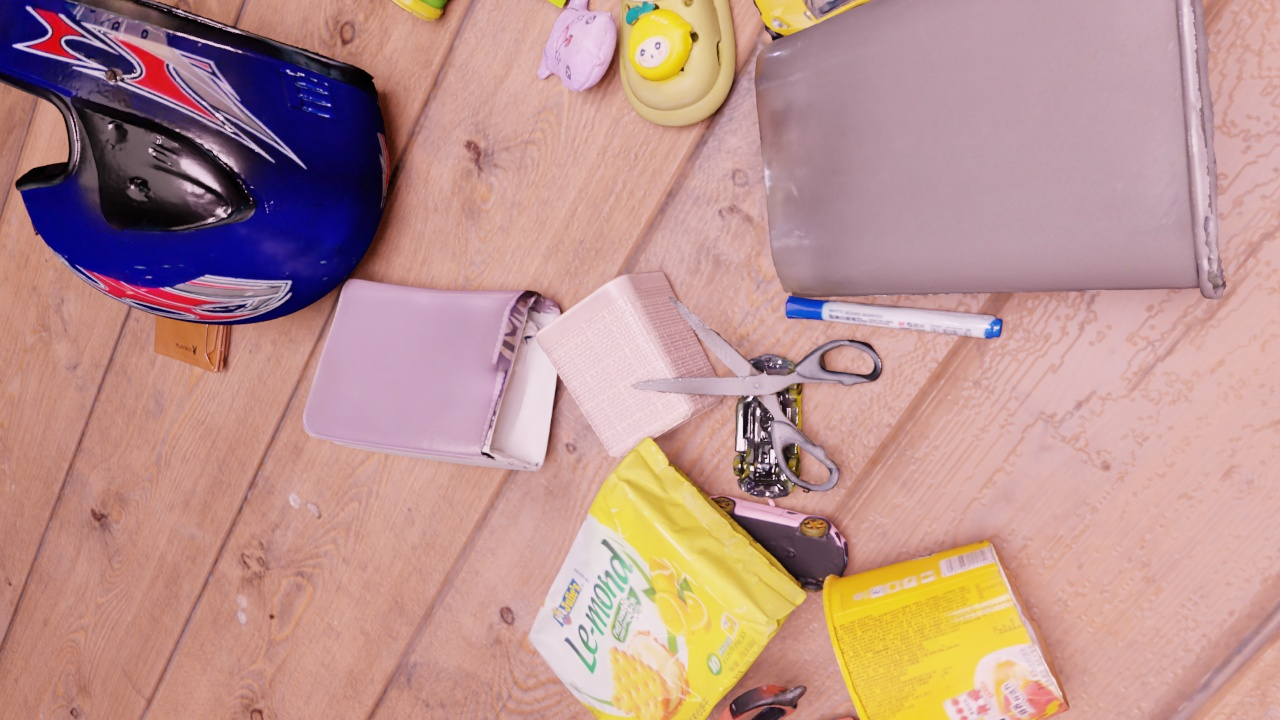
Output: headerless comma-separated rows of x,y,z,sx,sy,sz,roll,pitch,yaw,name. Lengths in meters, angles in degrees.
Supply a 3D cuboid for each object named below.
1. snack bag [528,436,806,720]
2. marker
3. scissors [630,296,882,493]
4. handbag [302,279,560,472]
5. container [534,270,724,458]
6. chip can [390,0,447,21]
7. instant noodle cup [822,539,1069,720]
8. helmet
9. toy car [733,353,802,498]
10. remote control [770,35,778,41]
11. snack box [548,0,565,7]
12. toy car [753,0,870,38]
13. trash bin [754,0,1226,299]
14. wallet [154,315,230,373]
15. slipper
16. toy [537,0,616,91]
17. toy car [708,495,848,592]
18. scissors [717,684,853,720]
0.013,0.191,0.687,0.158,0.068,0.247,42,130,21,snack bag
0.172,-0.030,0.634,0.146,0.016,0.017,8,98,26,marker
0.085,0.021,0.635,0.181,0.014,0.159,-15,93,-5,scissors
-0.168,0.010,0.765,0.197,0.098,0.145,4,81,27,handbag
-0.004,0.004,0.688,0.090,0.090,0.111,-32,83,25,container
-0.132,-0.380,0.723,0.072,0.072,0.222,48,113,15,chip can
0.195,0.184,0.584,0.110,0.138,0.138,-26,83,17,instant noodle cup
-0.371,-0.156,0.746,0.315,0.247,0.240,16,98,-9,helmet
0.096,0.048,0.672,0.048,0.032,0.105,-1,86,27,toy car
0.124,-0.278,0.630,0.053,0.024,0.136,15,102,19,remote control
-0.107,-0.345,0.688,0.156,0.026,0.086,27,115,-17,snack box
0.150,-0.246,0.593,0.156,0.041,0.071,-5,93,7,toy car
0.200,-0.122,0.522,0.220,0.198,0.198,-5,92,33,trash bin
-0.458,-0.061,0.944,0.108,0.031,0.132,16,103,26,wallet
0.013,-0.266,0.658,0.092,0.081,0.190,-2,92,29,slipper
-0.045,-0.240,0.694,0.084,0.039,0.108,-62,28,18,toy
0.093,0.132,0.676,0.122,0.037,0.056,9,112,26,toy car
0.075,0.298,0.681,0.222,0.015,0.190,-15,132,6,scissors
